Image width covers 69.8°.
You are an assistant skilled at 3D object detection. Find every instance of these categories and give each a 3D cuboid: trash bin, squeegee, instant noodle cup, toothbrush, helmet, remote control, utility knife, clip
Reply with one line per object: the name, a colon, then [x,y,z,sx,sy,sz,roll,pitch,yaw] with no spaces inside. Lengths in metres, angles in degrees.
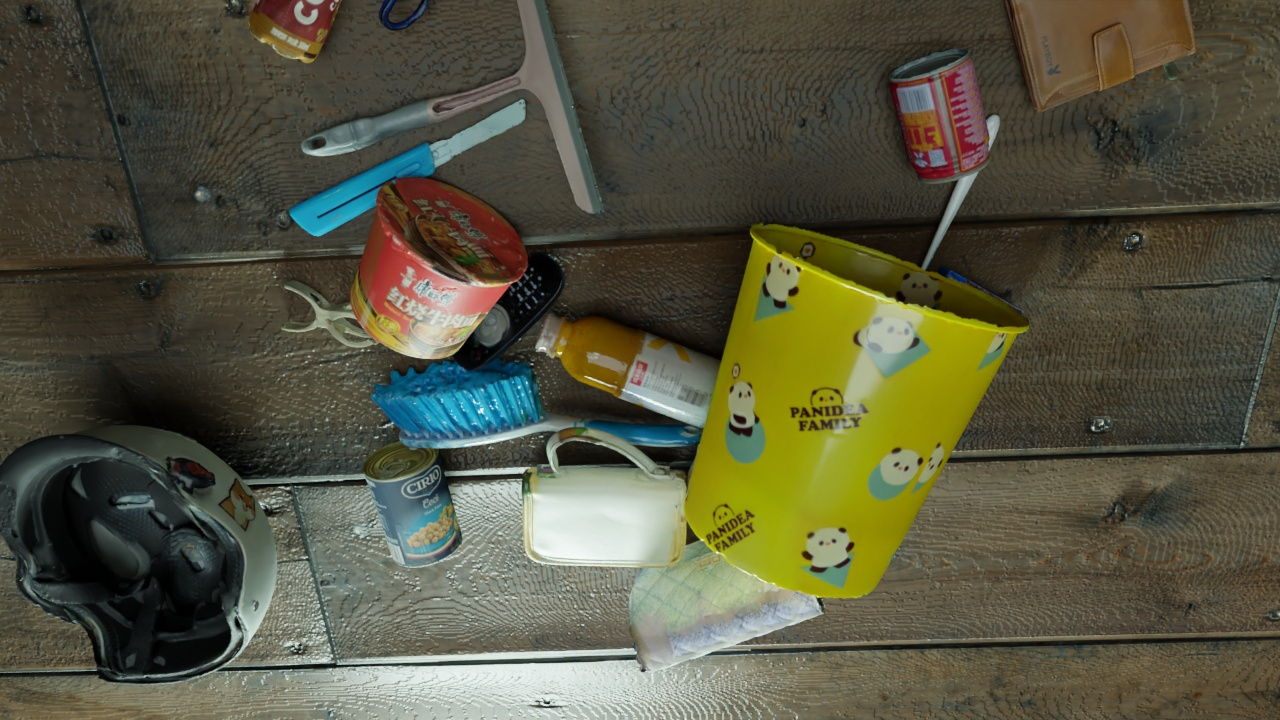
trash bin: [0.160,0.042,0.773,0.229,0.229,0.256,16,108,-6]
squeegee: [-0.175,-0.215,0.781,0.250,0.040,0.248,-13,98,14]
instant noodle cup: [-0.183,-0.077,0.802,0.138,0.137,0.109,29,121,-12]
toothbrush: [0.277,-0.133,0.823,0.016,0.016,0.180,16,112,-9]
helmet: [-0.472,0.171,0.908,0.230,0.156,0.274,-32,100,17]
remote control: [-0.124,-0.045,0.862,0.136,0.024,0.053,-42,83,13]
utility knife: [-0.204,-0.172,0.814,0.238,0.018,0.034,-24,112,11]
clip: [-0.291,-0.040,0.871,0.100,0.034,0.071,16,116,-1]

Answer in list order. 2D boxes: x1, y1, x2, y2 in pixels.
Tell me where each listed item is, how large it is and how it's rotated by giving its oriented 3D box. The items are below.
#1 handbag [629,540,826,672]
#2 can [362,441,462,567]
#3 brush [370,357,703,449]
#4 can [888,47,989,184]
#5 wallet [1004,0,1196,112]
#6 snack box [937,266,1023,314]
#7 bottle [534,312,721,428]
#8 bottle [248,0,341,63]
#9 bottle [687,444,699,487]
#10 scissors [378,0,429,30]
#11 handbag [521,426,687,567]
handbag: [0.083,0.234,0.935,0.194,0.134,0.075,-25,113,11]
can: [-0.230,0.146,0.933,0.075,0.075,0.111,-7,115,5]
brush: [-0.096,0.049,0.889,0.315,0.060,0.109,-7,121,10]
can: [0.249,-0.201,0.761,0.066,0.066,0.094,-19,113,10]
wallet: [0.375,-0.271,0.747,0.131,0.035,0.119,-20,107,11]
snack box: [0.279,-0.001,0.866,0.084,0.026,0.157,27,104,-10]
bottle: [-0.005,0.005,0.864,0.189,0.068,0.068,21,114,-8]
bottle: [-0.246,-0.324,0.720,0.057,0.057,0.175,32,112,-13]
bottle: [0.078,0.115,0.919,0.063,0.063,0.108,-1,101,2]
scissors: [-0.170,-0.332,0.710,0.162,0.012,0.165,-15,134,-25]
handbag: [-0.034,0.127,0.909,0.163,0.063,0.179,2,131,-1]
